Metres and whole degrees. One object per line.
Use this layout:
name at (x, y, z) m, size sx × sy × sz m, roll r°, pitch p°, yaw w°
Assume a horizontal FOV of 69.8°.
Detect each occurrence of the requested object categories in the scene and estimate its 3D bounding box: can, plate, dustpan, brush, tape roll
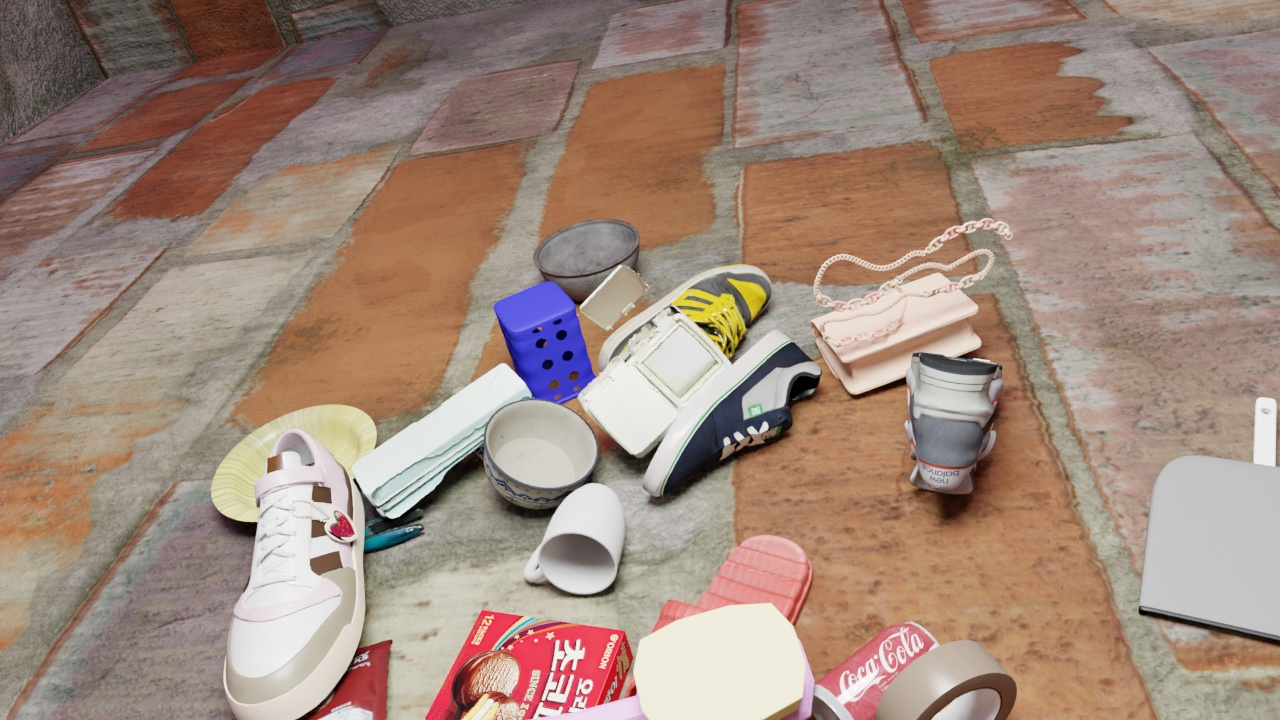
can at (0.175, 0.236, 0.672) m, size 0.096 × 0.054 × 0.054 m, roll -29°, pitch 38°, yaw -21°
plate at (-0.380, 0.123, 1.027) m, size 0.184 × 0.036 × 0.184 m, roll -9°, pitch 36°, yaw 6°
dustpan at (0.508, 0.119, 0.745) m, size 0.163 × 0.033 × 0.256 m, roll 8°, pitch 50°, yaw 28°
brush at (0.009, 0.241, 0.655) m, size 0.228 × 0.043 × 0.089 m, roll -16°, pitch 50°, yaw 0°
tape roll at (0.208, 0.236, 0.626) m, size 0.093 × 0.094 × 0.030 m, roll -22°, pitch 36°, yaw -12°

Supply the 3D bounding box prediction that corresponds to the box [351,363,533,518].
box at (-0.203, 0.081, 0.961) m, size 0.198 × 0.072 × 0.086 m, roll -36°, pitch 4°, yaw -14°

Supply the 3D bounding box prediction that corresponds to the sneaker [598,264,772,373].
sneaker at (0.078, -0.028, 1.036) m, size 0.238 × 0.086 × 0.122 m, roll -32°, pitch 33°, yaw -17°

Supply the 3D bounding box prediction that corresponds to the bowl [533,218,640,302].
bowl at (-0.066, -0.127, 1.237) m, size 0.145 × 0.067 × 0.144 m, roll -9°, pitch 36°, yaw 6°

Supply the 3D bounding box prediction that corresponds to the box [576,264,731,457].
box at (-0.006, 0.004, 0.904) m, size 0.143 × 0.181 × 0.081 m, roll -46°, pitch 25°, yaw 3°

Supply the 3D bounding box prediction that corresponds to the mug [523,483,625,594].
mug at (-0.063, 0.165, 0.850) m, size 0.107 × 0.071 × 0.089 m, roll -31°, pitch 19°, yaw 24°

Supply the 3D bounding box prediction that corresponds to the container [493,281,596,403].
container at (-0.111, -0.018, 1.063) m, size 0.084 × 0.114 × 0.085 m, roll -24°, pitch 37°, yaw -15°

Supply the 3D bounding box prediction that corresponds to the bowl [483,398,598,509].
bowl at (-0.105, 0.101, 0.926) m, size 0.115 × 0.059 × 0.115 m, roll 11°, pitch 43°, yaw -10°

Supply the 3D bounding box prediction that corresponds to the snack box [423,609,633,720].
snack box at (-0.094, 0.277, 0.721) m, size 0.133 × 0.036 × 0.151 m, roll 2°, pitch 38°, yaw 21°

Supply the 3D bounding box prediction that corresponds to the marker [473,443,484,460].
marker at (-0.168, 0.096, 1.005) m, size 0.025 × 0.025 × 0.126 m, roll -30°, pitch 39°, yaw -22°

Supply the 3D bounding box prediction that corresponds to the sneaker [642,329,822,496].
sneaker at (0.099, 0.063, 0.921) m, size 0.079 × 0.084 × 0.234 m, roll 38°, pitch 60°, yaw 20°

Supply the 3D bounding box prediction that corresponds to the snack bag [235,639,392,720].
snack bag at (-0.259, 0.303, 0.722) m, size 0.138 × 0.067 × 0.208 m, roll -22°, pitch 30°, yaw -10°

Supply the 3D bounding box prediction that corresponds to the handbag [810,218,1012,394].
handbag at (0.266, -0.082, 0.957) m, size 0.199 × 0.187 × 0.116 m, roll -20°, pitch 35°, yaw 2°

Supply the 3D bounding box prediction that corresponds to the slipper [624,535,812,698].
slipper at (0.062, 0.219, 0.729) m, size 0.104 × 0.059 × 0.248 m, roll 13°, pitch 42°, yaw 33°

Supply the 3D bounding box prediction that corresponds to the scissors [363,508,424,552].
scissors at (-0.288, 0.186, 0.927) m, size 0.135 × 0.019 × 0.129 m, roll 11°, pitch 43°, yaw 33°

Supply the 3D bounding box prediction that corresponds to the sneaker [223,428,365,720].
sneaker at (-0.310, 0.171, 0.811) m, size 0.112 × 0.116 × 0.293 m, roll -12°, pitch 37°, yaw 1°

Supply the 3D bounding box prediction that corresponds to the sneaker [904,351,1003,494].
sneaker at (0.280, 0.059, 0.843) m, size 0.089 × 0.124 × 0.239 m, roll 9°, pitch 1°, yaw 21°
